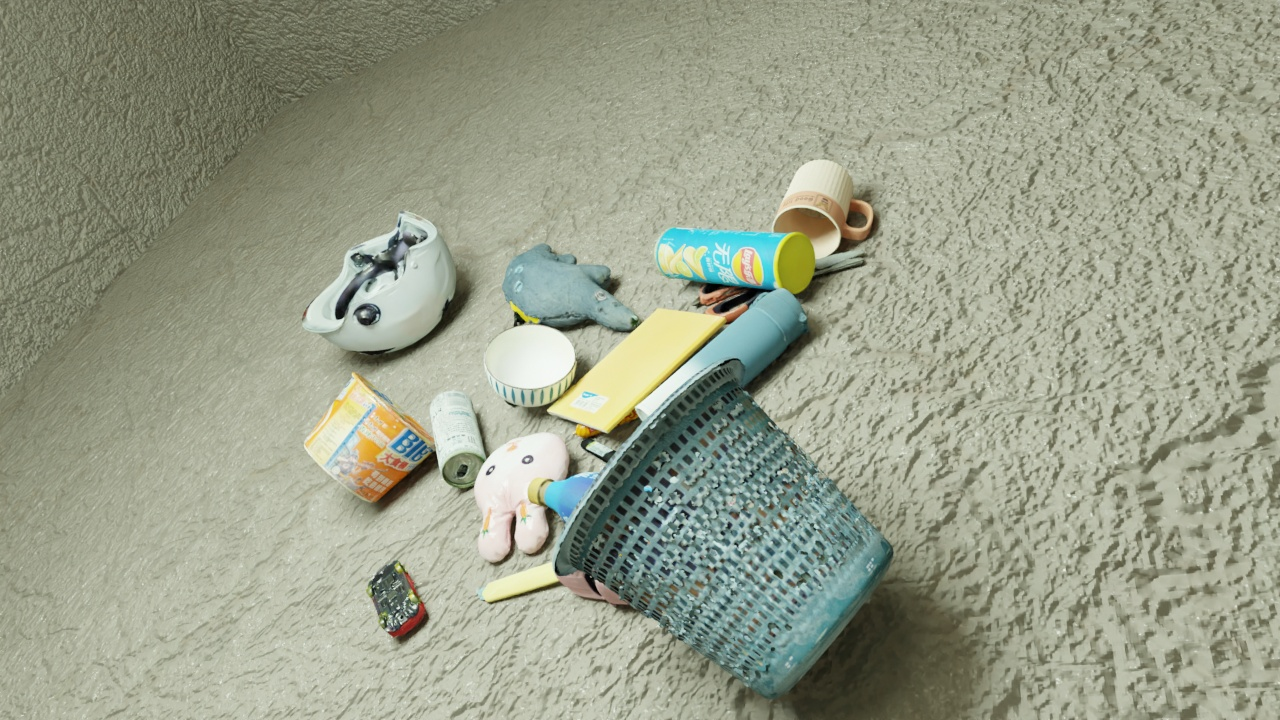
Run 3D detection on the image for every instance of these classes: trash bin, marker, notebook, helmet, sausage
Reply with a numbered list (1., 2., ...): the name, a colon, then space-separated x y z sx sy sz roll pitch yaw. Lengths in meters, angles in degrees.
1. trash bin: 0.076 0.144 0.718 0.195 0.227 0.226 40 72 16
2. marker: -0.032 0.110 1.038 0.018 0.015 0.124 -44 33 -18
3. notebook: -0.007 0.007 1.118 0.205 0.010 0.146 -43 27 -21
4. helmet: -0.400 -0.102 1.481 0.258 0.146 0.229 -41 33 2
5. sausage: -0.007 0.058 1.074 0.165 0.021 0.021 -23 35 15

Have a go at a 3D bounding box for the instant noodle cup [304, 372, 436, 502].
1. instant noodle cup: -0.353 0.105 1.194 0.111 0.151 0.151 -48 36 -8

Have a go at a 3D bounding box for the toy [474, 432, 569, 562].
1. toy: -0.136 0.150 1.041 0.121 0.054 0.159 -19 44 20

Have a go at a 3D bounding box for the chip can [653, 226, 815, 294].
1. chip can: 0.112 -0.127 1.136 0.211 0.071 0.071 12 54 48

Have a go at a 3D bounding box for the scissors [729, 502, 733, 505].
1. scissors: 0.053 0.128 0.946 0.134 0.017 0.135 -12 43 33

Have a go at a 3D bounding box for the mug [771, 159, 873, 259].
1. mug: 0.232 -0.186 1.143 0.114 0.082 0.105 14 49 14

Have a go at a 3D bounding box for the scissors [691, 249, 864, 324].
1. scissors: 0.166 -0.090 1.125 0.193 0.015 0.207 -45 36 -19

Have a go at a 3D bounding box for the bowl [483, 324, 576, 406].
1. bowl: -0.140 0.016 1.177 0.116 0.066 0.116 2 46 -2

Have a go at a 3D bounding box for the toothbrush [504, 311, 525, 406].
1. toothbrush: -0.175 -0.010 1.293 0.027 0.026 0.212 3 35 -7

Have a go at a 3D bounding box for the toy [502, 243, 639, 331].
1. toy: -0.123 -0.106 1.325 0.137 0.091 0.356 -15 28 -25

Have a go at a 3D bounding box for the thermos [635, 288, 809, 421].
1. thermos: 0.094 0.006 1.021 0.220 0.070 0.070 -41 35 -12

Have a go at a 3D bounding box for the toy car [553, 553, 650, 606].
1. toy car: -0.033 0.209 0.878 0.123 0.056 0.037 -6 35 34

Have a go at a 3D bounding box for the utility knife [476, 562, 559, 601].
1. utility knife: -0.107 0.223 0.954 0.163 0.018 0.030 -18 33 19

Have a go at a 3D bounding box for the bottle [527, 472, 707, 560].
1. bottle: -0.027 0.150 0.924 0.219 0.065 0.065 5 49 39

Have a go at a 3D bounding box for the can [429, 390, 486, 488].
1. can: -0.234 0.098 1.174 0.058 0.058 0.146 -32 34 2

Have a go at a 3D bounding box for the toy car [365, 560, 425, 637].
1. toy car: -0.272 0.264 1.022 0.049 0.031 0.106 -39 36 -11
